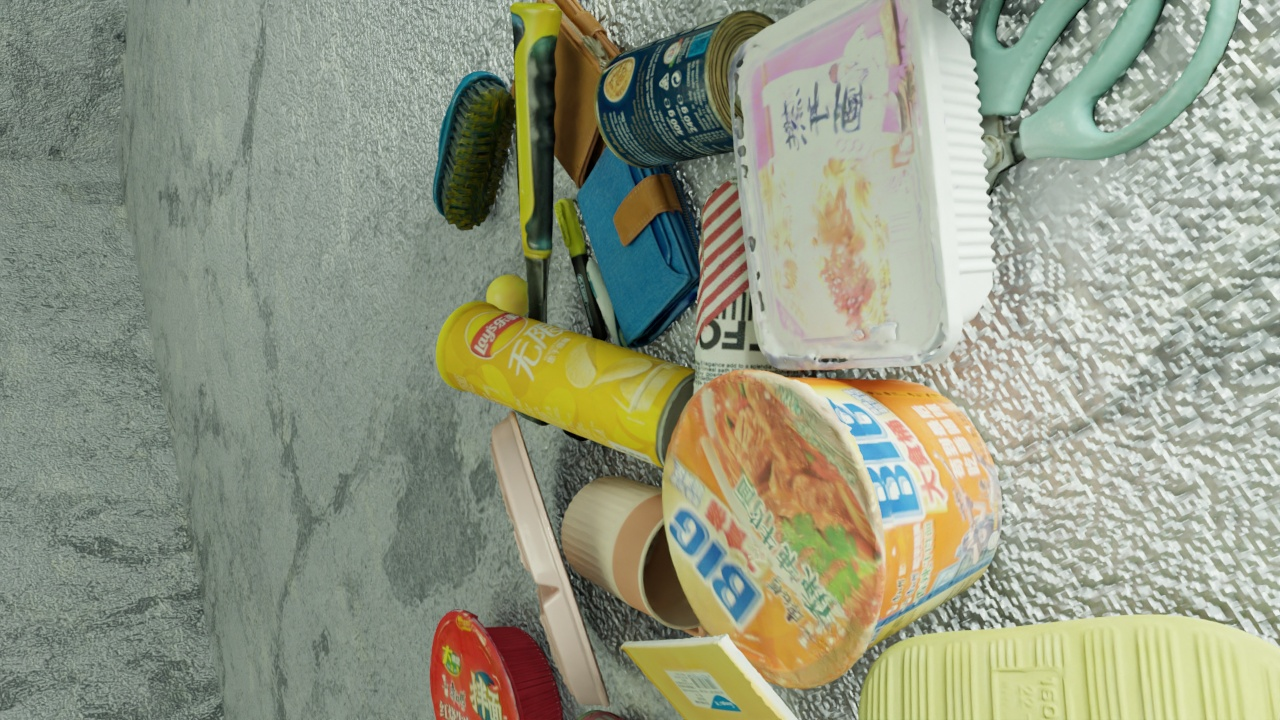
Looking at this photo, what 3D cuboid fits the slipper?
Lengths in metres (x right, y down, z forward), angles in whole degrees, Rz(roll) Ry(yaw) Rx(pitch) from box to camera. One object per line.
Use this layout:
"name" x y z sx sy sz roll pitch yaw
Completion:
"slipper" 0.188 0.157 0.387 0.191 0.081 0.091 -11 61 40

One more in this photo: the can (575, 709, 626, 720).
"can" 0.003 0.307 0.677 0.147 0.057 0.058 -1 94 54

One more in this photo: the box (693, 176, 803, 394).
"box" 0.064 -0.025 0.547 0.087 0.076 0.163 -149 58 -81

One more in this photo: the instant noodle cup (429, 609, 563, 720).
"instant noodle cup" -0.131 0.325 0.861 0.194 0.065 0.194 9 101 53

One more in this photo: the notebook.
"notebook" 0.081 0.227 0.490 0.206 0.010 0.146 48 154 0

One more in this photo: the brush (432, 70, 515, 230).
"brush" -0.155 -0.192 0.824 0.073 0.055 0.144 50 133 38

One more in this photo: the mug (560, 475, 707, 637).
"mug" 0.011 0.139 0.634 0.106 0.081 0.114 10 132 55

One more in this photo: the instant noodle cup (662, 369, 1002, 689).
"instant noodle cup" 0.099 0.074 0.463 0.151 0.111 0.151 11 104 53

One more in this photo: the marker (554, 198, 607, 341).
"marker" -0.047 -0.070 0.727 0.018 0.015 0.124 -29 73 55

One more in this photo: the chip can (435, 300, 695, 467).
"chip can" -0.049 0.014 0.647 0.214 0.071 0.072 18 110 35

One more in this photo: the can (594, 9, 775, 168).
"can" 0.034 -0.159 0.550 0.111 0.075 0.075 6 100 54

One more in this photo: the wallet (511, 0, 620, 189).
"wallet" -0.055 -0.211 0.703 0.131 0.031 0.108 55 139 33

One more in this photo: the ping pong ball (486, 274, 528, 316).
"ping pong ball" -0.114 -0.055 0.800 0.040 0.040 0.040 11 104 53

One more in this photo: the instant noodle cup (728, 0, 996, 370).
"instant noodle cup" 0.110 -0.084 0.447 0.138 0.060 0.173 -3 93 61

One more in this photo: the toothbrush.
"toothbrush" -0.004 0.004 0.679 0.018 0.016 0.191 -38 65 39

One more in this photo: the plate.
"plate" -0.072 0.150 0.693 0.229 0.028 0.229 160 91 -82

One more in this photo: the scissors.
"scissors" 0.186 -0.103 0.398 0.130 0.019 0.186 42 129 43

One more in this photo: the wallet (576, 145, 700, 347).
"wallet" -0.002 -0.088 0.645 0.107 0.040 0.133 -45 59 53

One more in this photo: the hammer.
"hammer" -0.083 -0.102 0.705 0.126 0.031 0.324 20 119 36
